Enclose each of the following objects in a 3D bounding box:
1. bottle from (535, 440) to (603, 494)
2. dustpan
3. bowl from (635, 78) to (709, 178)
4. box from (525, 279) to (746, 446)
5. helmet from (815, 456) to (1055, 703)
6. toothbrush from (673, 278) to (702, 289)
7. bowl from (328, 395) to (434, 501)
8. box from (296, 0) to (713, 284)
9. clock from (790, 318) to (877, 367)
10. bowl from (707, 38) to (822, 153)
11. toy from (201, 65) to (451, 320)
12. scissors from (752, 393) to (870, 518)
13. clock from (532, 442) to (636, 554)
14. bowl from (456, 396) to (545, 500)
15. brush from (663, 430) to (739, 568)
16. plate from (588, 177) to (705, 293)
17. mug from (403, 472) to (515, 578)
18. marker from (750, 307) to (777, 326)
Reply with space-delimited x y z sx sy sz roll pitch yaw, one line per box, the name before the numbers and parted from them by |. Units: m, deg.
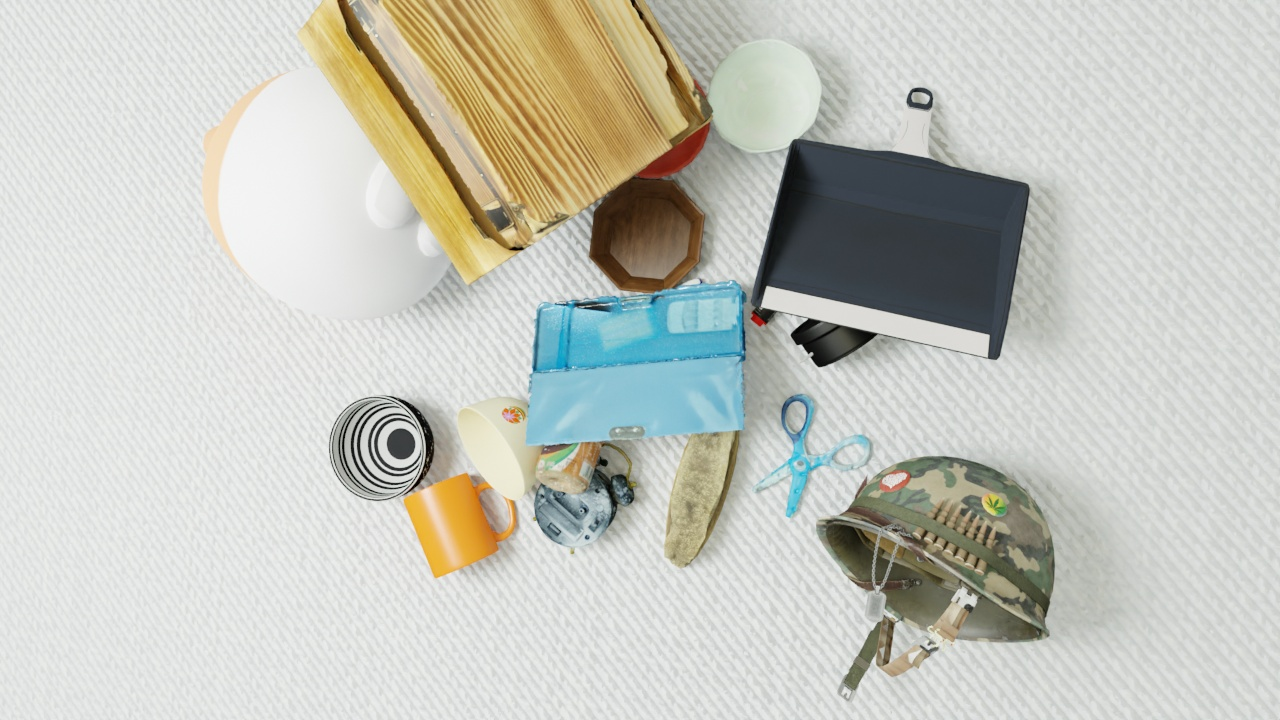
bottle | -0.061 0.058 0.988 0.059 0.059 0.166 12 65 13
dustpan | 0.254 -0.154 0.905 0.236 0.080 0.272 13 55 9
bowl | 0.018 -0.257 1.002 0.122 0.035 0.122 0 90 13
box | -0.006 0.006 0.955 0.232 0.033 0.174 -4 60 14
helmet | 0.270 0.203 0.862 0.224 0.193 0.235 17 67 -1
toothbrush | -0.015 -0.046 1.021 0.187 0.016 0.015 -27 82 12
bowl | -0.289 0.099 1.060 0.120 0.066 0.120 0 90 13
box | -0.122 -0.259 0.846 0.221 0.257 0.279 -21 107 44
clock | 0.212 -0.038 0.932 0.121 0.091 0.042 -33 93 15
bowl | 0.131 -0.270 0.962 0.117 0.061 0.117 0 91 13
toy | -0.324 -0.182 0.973 0.281 0.262 0.265 18 82 30
scissors | 0.170 0.097 0.983 0.137 0.012 0.127 -32 84 13
clock | -0.061 0.149 1.015 0.090 0.052 0.129 41 99 10
bowl | -0.138 0.085 1.016 0.073 0.118 0.118 -33 81 -31
brush | 0.065 0.132 0.990 0.059 0.043 0.195 18 95 13
plate | 0.009 -0.136 1.010 0.131 0.025 0.131 0 90 13
mug | -0.199 0.180 1.042 0.112 0.078 0.096 -22 85 -16
marker | 0.168 -0.097 0.976 0.023 0.021 0.145 42 99 17
